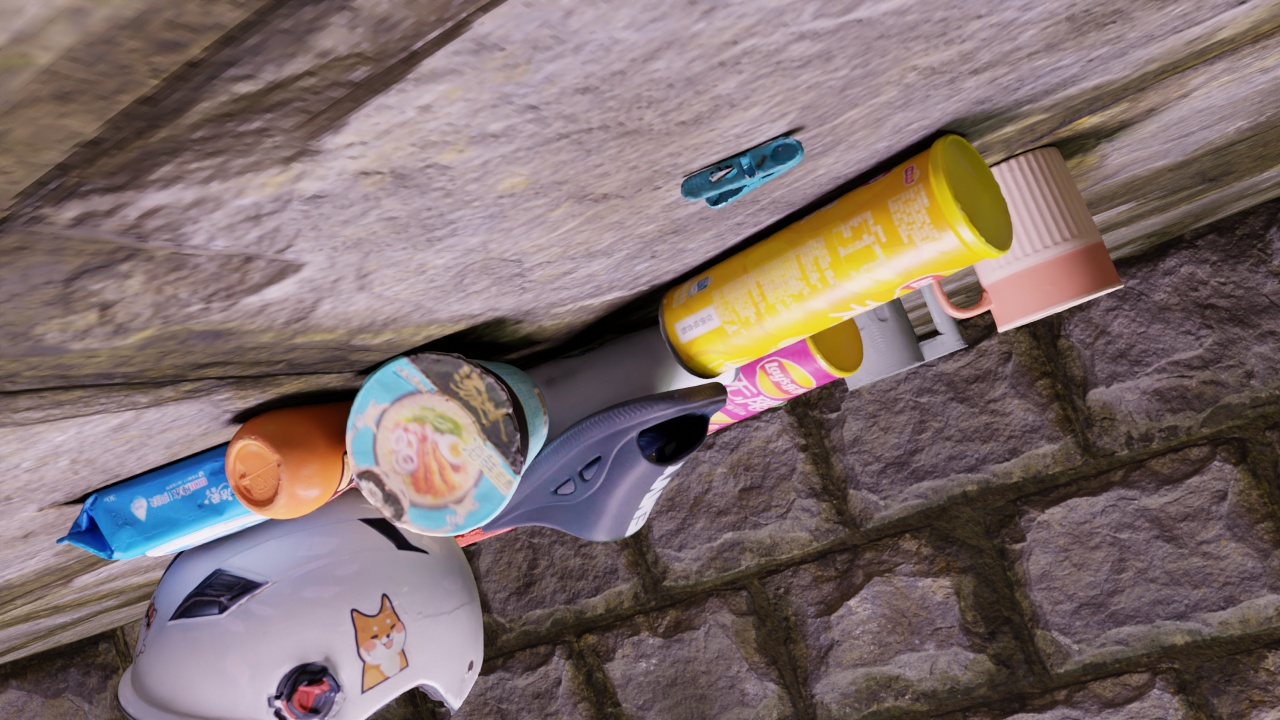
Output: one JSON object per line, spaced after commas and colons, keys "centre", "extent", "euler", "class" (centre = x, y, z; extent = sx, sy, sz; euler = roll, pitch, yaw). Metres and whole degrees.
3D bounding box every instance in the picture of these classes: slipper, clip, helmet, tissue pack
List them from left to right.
{"centre": [-0.306, 0.100, 0.640], "extent": [0.157, 0.052, 0.095], "euler": [-20, 173, -1], "class": "tissue pack"}
{"centre": [-0.255, 0.182, 0.731], "extent": [0.273, 0.157, 0.230], "euler": [5, -175, -34], "class": "helmet"}
{"centre": [-0.026, 0.093, 0.683], "extent": [0.110, 0.083, 0.269], "euler": [-12, 164, -48], "class": "slipper"}
{"centre": [0.047, -0.083, 0.405], "extent": [0.054, 0.013, 0.032], "euler": [-21, 174, 24], "class": "clip"}

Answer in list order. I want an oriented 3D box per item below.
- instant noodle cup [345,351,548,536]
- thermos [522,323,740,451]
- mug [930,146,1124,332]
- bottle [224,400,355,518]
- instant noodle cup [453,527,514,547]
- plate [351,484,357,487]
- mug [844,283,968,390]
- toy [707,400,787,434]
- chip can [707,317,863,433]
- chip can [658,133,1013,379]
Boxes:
{"centre": [-0.113, 0.044, 0.593], "extent": [0.111, 0.111, 0.120], "euler": [-21, -179, 10], "class": "instant noodle cup"}
{"centre": [-0.035, 0.020, 0.718], "extent": [0.224, 0.073, 0.073], "euler": [-19, 173, -19], "class": "thermos"}
{"centre": [0.258, -0.078, 0.643], "extent": [0.115, 0.106, 0.081], "euler": [-21, 173, 11], "class": "mug"}
{"centre": [-0.193, 0.053, 0.597], "extent": [0.067, 0.066, 0.149], "euler": [-24, 179, 27], "class": "bottle"}
{"centre": [-0.213, 0.157, 1.064], "extent": [0.189, 0.079, 0.164], "euler": [-20, -161, 2], "class": "instant noodle cup"}
{"centre": [-0.235, 0.109, 0.956], "extent": [0.192, 0.039, 0.192], "euler": [-20, 173, -3], "class": "plate"}
{"centre": [0.250, -0.039, 0.926], "extent": [0.124, 0.103, 0.083], "euler": [-24, 172, 24], "class": "mug"}
{"centre": [0.039, 0.044, 0.982], "extent": [0.246, 0.090, 0.227], "euler": [-27, -155, -29], "class": "toy"}
{"centre": [0.089, 0.015, 0.804], "extent": [0.071, 0.071, 0.211], "euler": [-13, 169, -45], "class": "chip can"}
{"centre": [0.108, -0.053, 0.554], "extent": [0.214, 0.072, 0.071], "euler": [-27, 170, 40], "class": "chip can"}
